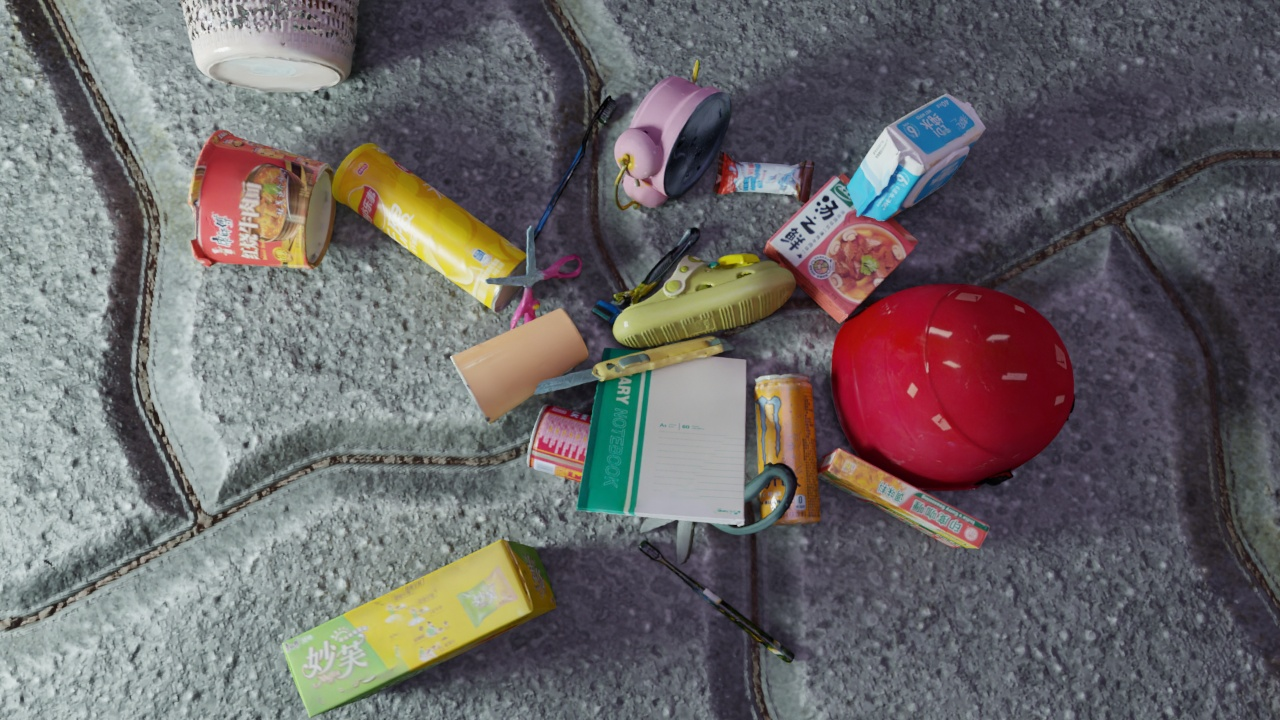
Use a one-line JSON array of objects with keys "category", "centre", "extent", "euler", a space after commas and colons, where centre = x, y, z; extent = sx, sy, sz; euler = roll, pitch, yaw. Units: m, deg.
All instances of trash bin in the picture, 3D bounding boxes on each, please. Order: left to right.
[{"category": "trash bin", "centre": [-0.379, -0.388, 0.938], "extent": [0.227, 0.227, 0.192], "euler": [-3, 92, 0]}]

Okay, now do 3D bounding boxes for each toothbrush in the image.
[{"category": "toothbrush", "centre": [-0.073, -0.204, 0.987], "extent": [0.016, 0.014, 0.189], "euler": [30, 82, -18]}, {"category": "toothbrush", "centre": [0.074, 0.237, 0.902], "extent": [0.186, 0.017, 0.012], "euler": [37, 79, 7]}]

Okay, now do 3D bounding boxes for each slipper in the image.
[{"category": "slipper", "centre": [0.059, -0.071, 0.924], "extent": [0.190, 0.092, 0.081], "euler": [-17, 77, 1]}]

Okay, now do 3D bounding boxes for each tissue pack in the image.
[{"category": "tissue pack", "centre": [0.276, -0.201, 0.920], "extent": [0.139, 0.090, 0.063], "euler": [-33, 73, -31]}]

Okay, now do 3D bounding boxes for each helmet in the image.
[{"category": "helmet", "centre": [0.312, 0.017, 0.878], "extent": [0.240, 0.144, 0.206], "euler": [-6, 78, -1]}]

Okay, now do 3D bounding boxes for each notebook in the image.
[{"category": "notebook", "centre": [0.026, 0.066, 0.877], "extent": [0.150, 0.012, 0.208], "euler": [4, 43, 3]}]

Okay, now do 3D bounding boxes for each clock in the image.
[{"category": "clock", "centre": [0.025, -0.218, 0.938], "extent": [0.060, 0.117, 0.158], "euler": [34, 79, 17]}]

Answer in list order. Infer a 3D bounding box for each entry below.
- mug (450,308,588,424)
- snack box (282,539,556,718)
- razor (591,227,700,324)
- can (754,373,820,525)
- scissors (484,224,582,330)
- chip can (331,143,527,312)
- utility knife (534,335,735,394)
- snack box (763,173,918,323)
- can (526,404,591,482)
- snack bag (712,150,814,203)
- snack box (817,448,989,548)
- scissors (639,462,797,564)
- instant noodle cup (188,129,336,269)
[{"category": "mug", "centre": [-0.118, 0.002, 0.922], "extent": [0.122, 0.078, 0.078], "euler": [-29, 80, -9]}, {"category": "snack box", "centre": [-0.190, 0.239, 0.835], "extent": [0.210, 0.158, 0.070], "euler": [-25, 77, -4]}, {"category": "razor", "centre": [0.012, -0.089, 0.962], "extent": [0.142, 0.022, 0.043], "euler": [-44, 38, -10]}, {"category": "can", "centre": [0.145, 0.089, 0.907], "extent": [0.058, 0.058, 0.146], "euler": [-2, 80, 0]}, {"category": "scissors", "centre": [-0.104, -0.082, 0.926], "extent": [0.134, 0.134, 0.017], "euler": [-30, 51, -34]}, {"category": "chip can", "centre": [-0.214, -0.136, 0.948], "extent": [0.213, 0.072, 0.072], "euler": [36, 82, 6]}, {"category": "utility knife", "centre": [-0.005, 0.005, 0.923], "extent": [0.213, 0.022, 0.031], "euler": [-18, 41, -13]}, {"category": "snack box", "centre": [0.212, -0.123, 0.951], "extent": [0.113, 0.044, 0.127], "euler": [44, 83, 8]}, {"category": "can", "centre": [-0.058, 0.086, 0.907], "extent": [0.094, 0.066, 0.066], "euler": [15, 80, 4]}, {"category": "snack bag", "centre": [0.131, -0.195, 0.976], "extent": [0.104, 0.026, 0.048], "euler": [8, 92, 3]}, {"category": "snack box", "centre": [0.249, 0.134, 0.888], "extent": [0.156, 0.077, 0.027], "euler": [27, 81, 6]}, {"category": "scissors", "centre": [0.074, 0.114, 0.895], "extent": [0.179, 0.019, 0.170], "euler": [-3, 77, 26]}, {"category": "instant noodle cup", "centre": [-0.376, -0.155, 0.929], "extent": [0.108, 0.138, 0.137], "euler": [9, 80, -6]}]
